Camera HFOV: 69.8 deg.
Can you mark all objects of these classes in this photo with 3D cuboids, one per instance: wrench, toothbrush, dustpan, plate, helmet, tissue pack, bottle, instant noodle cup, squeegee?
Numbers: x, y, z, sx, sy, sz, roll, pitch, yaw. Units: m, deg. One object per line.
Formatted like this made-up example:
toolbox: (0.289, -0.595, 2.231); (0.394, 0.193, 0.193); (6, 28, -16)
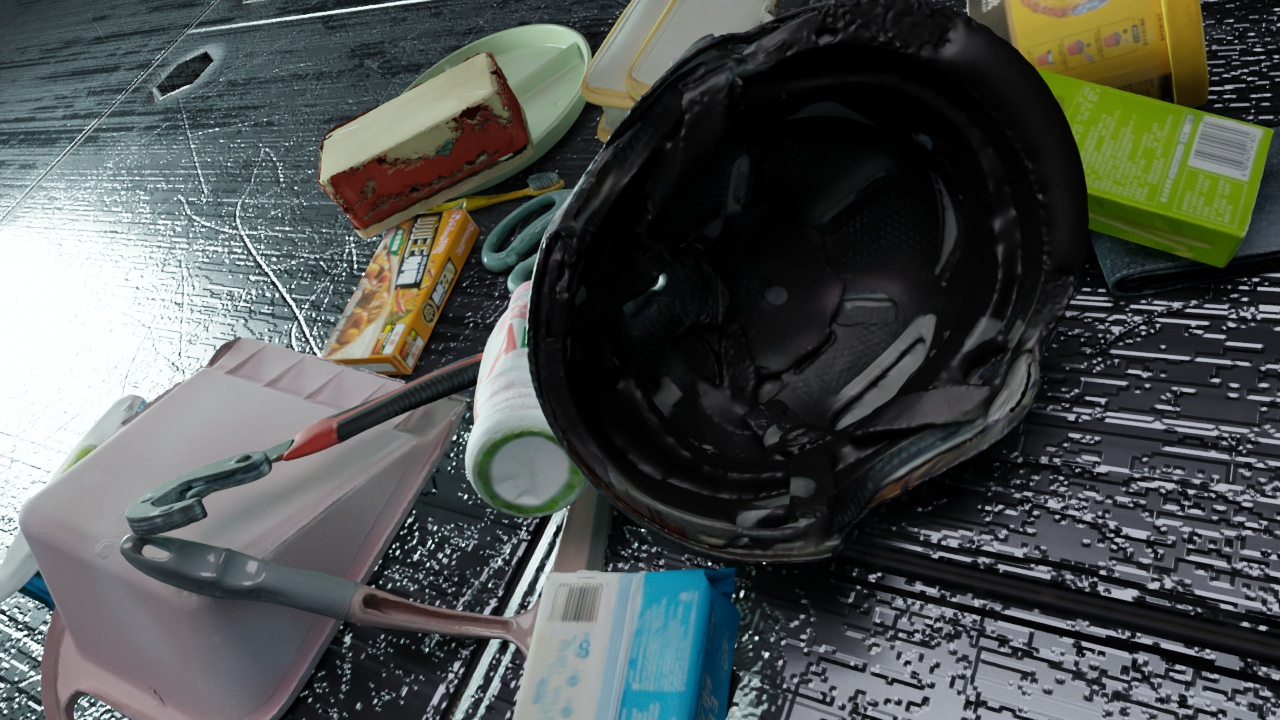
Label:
wrench: (-0.172, 0.037, 0.557); (0.056, 0.016, 0.272); (4, 23, 42)
toothbrush: (-0.151, -0.136, 0.780); (0.192, 0.018, 0.016); (-7, 49, 23)
dustpan: (-0.268, 0.121, 0.605); (0.223, 0.139, 0.272); (15, 37, 26)
plate: (-0.146, -0.231, 0.851); (0.230, 0.027, 0.229); (-15, 49, 17)
helmet: (0.071, -0.036, 0.472); (0.274, 0.230, 0.157); (-46, 6, -6)
tissue pack: (-0.005, 0.160, 0.426); (0.090, 0.063, 0.139); (-7, 50, 22)
bottle: (-0.063, 0.010, 0.556); (0.068, 0.068, 0.196); (-22, 29, 9)
instant noodle cup: (0.267, -0.196, 0.554); (0.115, 0.118, 0.118); (-11, 48, 30)
squeegee: (-0.146, 0.128, 0.491); (0.249, 0.040, 0.247); (13, 53, -6)

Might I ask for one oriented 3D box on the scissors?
scissors: (-0.056, -0.122, 0.721); (0.132, 0.019, 0.185); (20, 63, 37)

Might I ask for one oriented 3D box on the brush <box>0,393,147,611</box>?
brush: (-0.415, 0.154, 0.613); (0.061, 0.109, 0.313); (5, 58, 29)

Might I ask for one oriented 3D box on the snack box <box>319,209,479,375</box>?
snack box: (-0.188, -0.055, 0.726); (0.075, 0.026, 0.153); (-1, 52, 26)

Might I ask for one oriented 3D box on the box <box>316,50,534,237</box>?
box: (-0.181, -0.183, 0.754); (0.168, 0.080, 0.091); (-25, 45, 8)

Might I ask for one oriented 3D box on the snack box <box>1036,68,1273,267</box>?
snack box: (0.244, -0.111, 0.494); (0.156, 0.026, 0.085); (22, 61, 18)

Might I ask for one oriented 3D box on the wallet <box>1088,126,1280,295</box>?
wallet: (0.308, -0.085, 0.501); (0.121, 0.019, 0.097); (-10, 49, 16)

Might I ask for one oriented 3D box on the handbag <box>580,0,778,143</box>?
handbag: (0.055, -0.246, 0.741); (0.179, 0.063, 0.163); (13, 61, 30)
